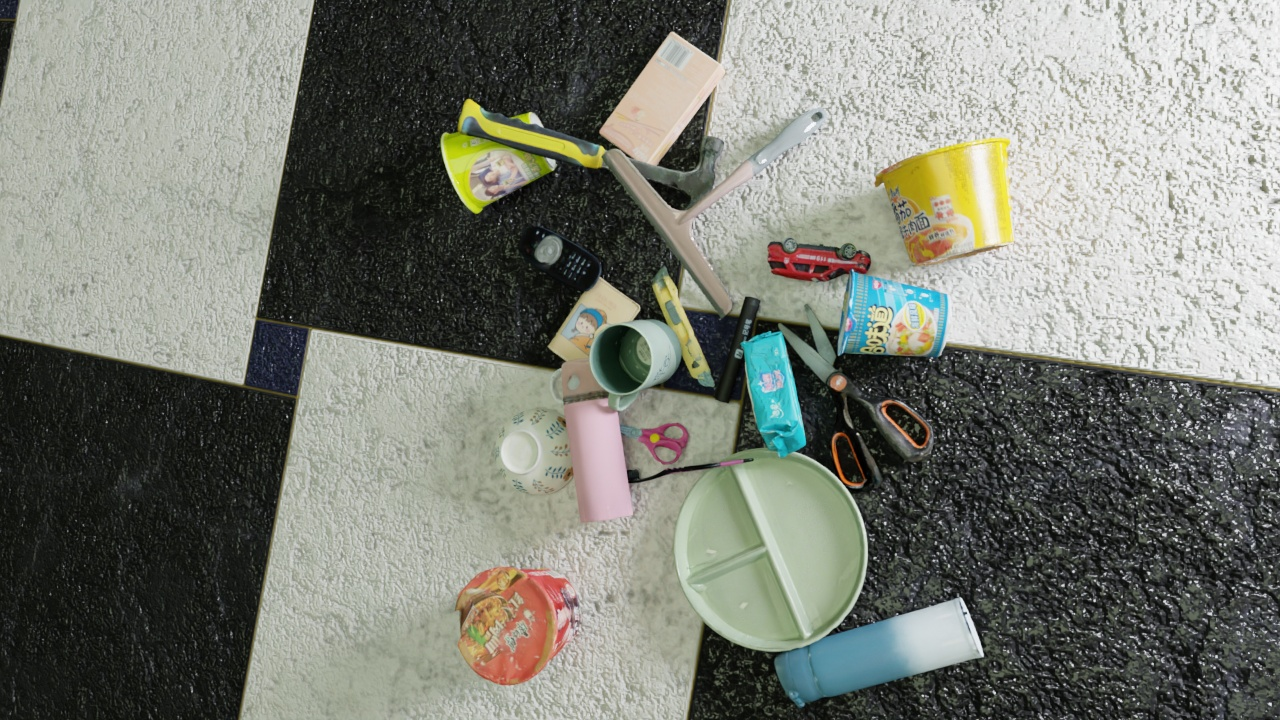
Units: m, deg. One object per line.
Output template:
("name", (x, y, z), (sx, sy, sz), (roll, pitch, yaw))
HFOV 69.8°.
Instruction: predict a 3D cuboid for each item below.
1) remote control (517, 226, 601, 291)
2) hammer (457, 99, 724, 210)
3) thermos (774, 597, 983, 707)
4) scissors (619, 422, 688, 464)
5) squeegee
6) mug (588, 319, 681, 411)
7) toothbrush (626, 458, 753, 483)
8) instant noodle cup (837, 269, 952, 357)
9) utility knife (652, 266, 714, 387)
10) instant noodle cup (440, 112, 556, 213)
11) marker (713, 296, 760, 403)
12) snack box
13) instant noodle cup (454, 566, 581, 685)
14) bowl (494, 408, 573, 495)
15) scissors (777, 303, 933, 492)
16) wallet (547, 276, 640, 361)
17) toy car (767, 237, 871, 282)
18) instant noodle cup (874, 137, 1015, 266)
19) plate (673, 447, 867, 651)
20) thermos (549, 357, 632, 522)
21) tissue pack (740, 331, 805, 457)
("remote control", (-0.103, -0.132, 1.197), (0.136, 0.024, 0.053), (32, 95, 27))
("hammer", (-0.068, -0.253, 1.137), (0.323, 0.032, 0.126), (15, 96, 0))
("thermos", (0.256, 0.320, 1.005), (0.221, 0.070, 0.070), (-22, 78, 18))
("scissors", (-0.004, 0.092, 1.148), (0.133, 0.017, 0.056), (14, 76, 25))
("squeegee", (0.122, -0.224, 1.097), (0.250, 0.040, 0.247), (-38, 91, 4))
("mug", (-0.007, 0.006, 1.105), (0.082, 0.106, 0.112), (22, 104, 19))
("toothbrush", (0.051, 0.130, 1.108), (0.190, 0.014, 0.017), (-13, 71, 31))
("instant noodle cup", (0.280, -0.045, 1.013), (0.110, 0.099, 0.099), (9, 88, 8))
("utility knife", (0.053, -0.039, 1.141), (0.031, 0.018, 0.166), (-30, 80, 26))
("instant noodle cup", (-0.181, -0.266, 1.203), (0.123, 0.111, 0.111), (-19, 79, 9))
("marker", (0.117, -0.013, 1.110), (0.022, 0.020, 0.132), (20, 94, 50))
("snack box", (0.027, -0.328, 1.167), (0.084, 0.026, 0.157), (41, 100, 18))
("instant noodle cup", (-0.141, 0.317, 1.129), (0.138, 0.108, 0.138), (-2, 84, 21))
("bowl", (-0.140, 0.116, 1.173), (0.114, 0.062, 0.113), (-3, 83, 21))
("scissors", (0.229, 0.049, 1.060), (0.229, 0.021, 0.190), (28, 96, 20))
("wallet", (-0.057, -0.041, 1.176), (0.087, 0.024, 0.115), (38, 97, 24))
("toy car", (0.207, -0.115, 1.068), (0.121, 0.053, 0.045), (6, 88, 24))
("instant noodle cup", (0.335, -0.165, 0.986), (0.138, 0.137, 0.110), (-12, 90, 19))
("plate", (0.148, 0.217, 1.063), (0.231, 0.027, 0.230), (-5, 78, 22))
("thermos", (-0.065, 0.098, 1.131), (0.087, 0.067, 0.198), (-14, 83, 31))
("tissue pack", (0.151, 0.040, 1.040), (0.050, 0.093, 0.133), (-12, 68, 11))
